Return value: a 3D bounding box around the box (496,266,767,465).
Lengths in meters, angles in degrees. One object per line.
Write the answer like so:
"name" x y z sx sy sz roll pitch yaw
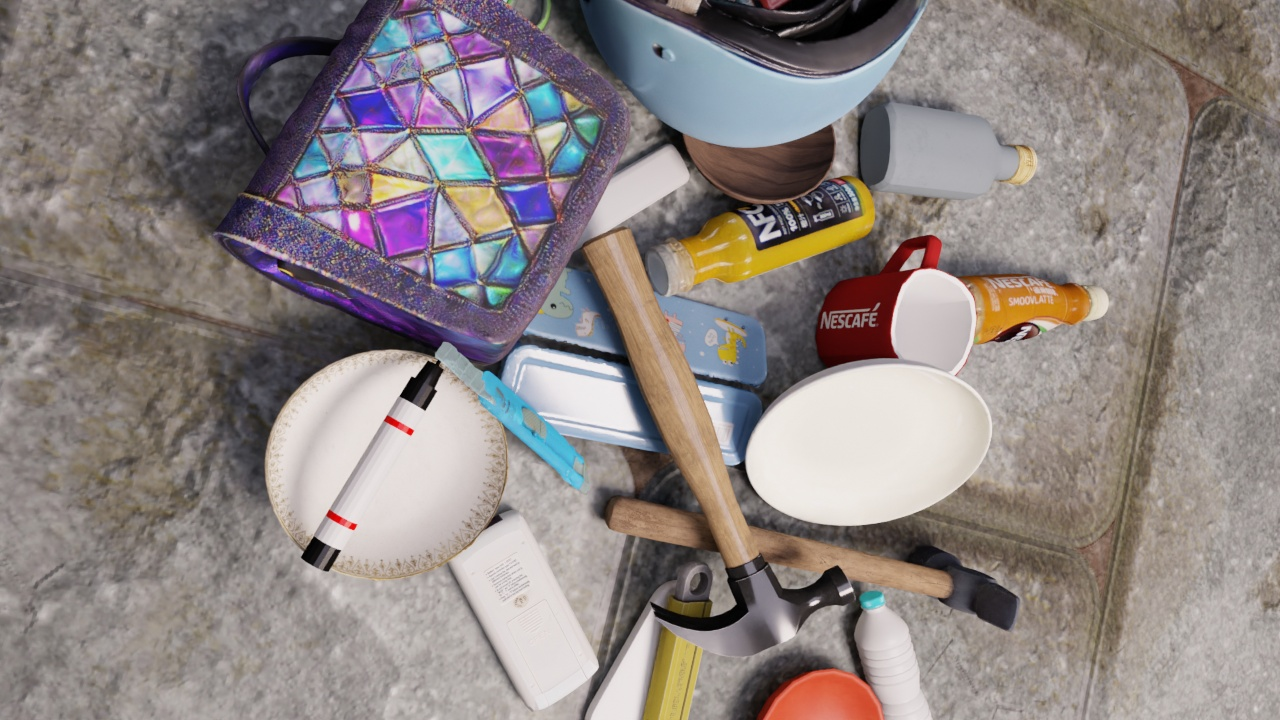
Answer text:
"box" -0.001 0.003 0.676 0.209 0.039 0.126 13 84 -22

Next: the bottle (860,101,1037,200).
"bottle" 0.267 -0.175 0.784 0.161 0.046 0.072 1 89 -23

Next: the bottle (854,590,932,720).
"bottle" 0.207 0.257 0.756 0.044 0.044 0.136 -19 97 -22

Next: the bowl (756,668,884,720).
"bowl" 0.136 0.303 0.731 0.121 0.035 0.122 0 89 -23

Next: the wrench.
"wrench" 0.011 0.281 0.675 0.083 0.018 0.273 11 90 -34

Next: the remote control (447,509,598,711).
"remote control" -0.082 0.176 0.646 0.060 0.025 0.138 -29 98 -20

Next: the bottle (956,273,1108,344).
"bottle" 0.340 -0.047 0.806 0.167 0.059 0.059 -5 91 -23

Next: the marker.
"marker" -0.155 0.057 0.550 0.019 0.019 0.145 33 78 -19

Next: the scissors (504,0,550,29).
"scissors" -0.075 -0.312 0.662 0.065 0.033 0.174 21 85 -17

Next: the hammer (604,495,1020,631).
"hammer" 0.128 0.149 0.701 0.321 0.129 0.040 14 90 -12

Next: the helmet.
"helmet" 0.058 -0.258 0.626 0.225 0.167 0.265 -20 71 -17

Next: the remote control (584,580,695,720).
"remote control" 0.004 0.228 0.688 0.043 0.013 0.136 36 77 -18

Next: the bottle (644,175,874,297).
"bottle" 0.092 -0.095 0.706 0.185 0.053 0.053 -20 97 -22

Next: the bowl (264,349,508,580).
"bowl" -0.164 0.064 0.592 0.145 0.063 0.145 0 90 -23

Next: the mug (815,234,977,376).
"mug" 0.205 -0.041 0.729 0.080 0.097 0.116 19 82 -21

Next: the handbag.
"handbag" -0.139 -0.123 0.568 0.222 0.126 0.204 29 78 -8

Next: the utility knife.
"utility knife" -0.078 0.040 0.601 0.198 0.015 0.031 48 31 -51

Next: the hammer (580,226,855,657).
"hammer" 0.030 0.056 0.638 0.132 0.040 0.305 -23 92 -4

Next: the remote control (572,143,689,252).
"remote control" -0.020 -0.119 0.682 0.130 0.012 0.033 -34 102 -19

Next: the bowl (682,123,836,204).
"bowl" 0.087 -0.165 0.704 0.119 0.032 0.119 3 68 -8

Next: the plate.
"plate" 0.169 0.059 0.698 0.182 0.183 0.034 22 39 -21
